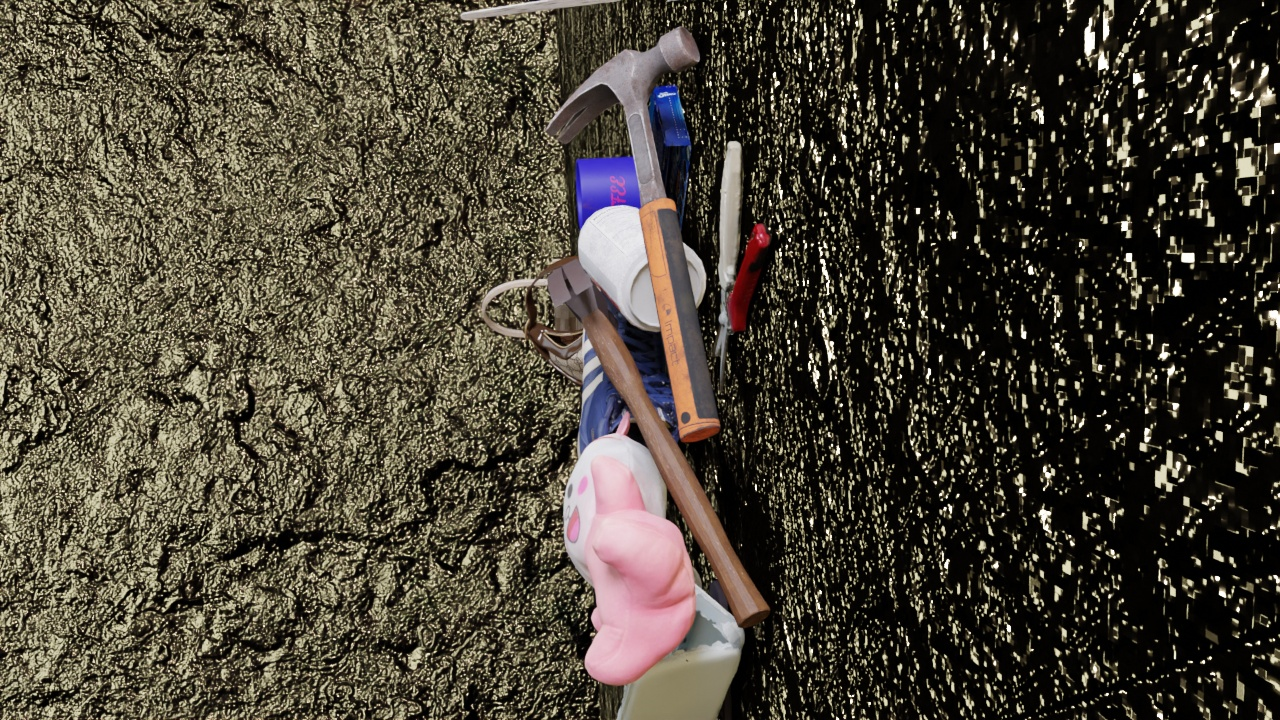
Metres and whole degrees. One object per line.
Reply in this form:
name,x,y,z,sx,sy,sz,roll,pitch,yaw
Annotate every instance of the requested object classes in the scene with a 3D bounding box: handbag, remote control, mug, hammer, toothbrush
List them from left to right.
handbag,-0.080,-0.059,1.048,0.176,0.198,0.062,96,169,-55
handbag,-0.060,-0.043,0.987,0.167,0.138,0.063,-45,9,49
toothbrush,-0.040,-0.260,0.668,0.010,0.181,0.010,87,173,-59
mug,-0.028,-0.187,1.015,0.111,0.083,0.079,-110,17,-67
hammer,0.005,-0.090,0.699,0.035,0.138,0.314,17,-122,-55
hammer,0.009,0.050,0.693,0.322,0.033,0.115,61,-176,30
remote control,0.068,0.250,0.789,0.046,0.009,0.124,-130,37,-78

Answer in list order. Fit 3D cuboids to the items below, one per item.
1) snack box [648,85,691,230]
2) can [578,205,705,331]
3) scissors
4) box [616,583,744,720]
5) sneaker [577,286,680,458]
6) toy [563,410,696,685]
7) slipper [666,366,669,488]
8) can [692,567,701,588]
snack box,0.022,-0.170,0.853,0.150,0.027,0.082,97,168,-55
can,-0.003,-0.084,0.798,0.136,0.078,0.078,-130,34,-58
scissors,0.064,-0.056,0.626,0.187,0.015,0.179,-133,38,-80
box,0.006,0.281,0.741,0.106,0.124,0.216,32,136,26
sneaker,-0.006,0.006,0.846,0.118,0.091,0.233,176,107,-77
toy,-0.014,0.134,0.695,0.213,0.084,0.142,-123,36,-70
slipper,0.008,0.095,0.993,0.103,0.059,0.249,-103,26,-46
can,0.028,0.248,0.936,0.136,0.054,0.054,98,166,-61
